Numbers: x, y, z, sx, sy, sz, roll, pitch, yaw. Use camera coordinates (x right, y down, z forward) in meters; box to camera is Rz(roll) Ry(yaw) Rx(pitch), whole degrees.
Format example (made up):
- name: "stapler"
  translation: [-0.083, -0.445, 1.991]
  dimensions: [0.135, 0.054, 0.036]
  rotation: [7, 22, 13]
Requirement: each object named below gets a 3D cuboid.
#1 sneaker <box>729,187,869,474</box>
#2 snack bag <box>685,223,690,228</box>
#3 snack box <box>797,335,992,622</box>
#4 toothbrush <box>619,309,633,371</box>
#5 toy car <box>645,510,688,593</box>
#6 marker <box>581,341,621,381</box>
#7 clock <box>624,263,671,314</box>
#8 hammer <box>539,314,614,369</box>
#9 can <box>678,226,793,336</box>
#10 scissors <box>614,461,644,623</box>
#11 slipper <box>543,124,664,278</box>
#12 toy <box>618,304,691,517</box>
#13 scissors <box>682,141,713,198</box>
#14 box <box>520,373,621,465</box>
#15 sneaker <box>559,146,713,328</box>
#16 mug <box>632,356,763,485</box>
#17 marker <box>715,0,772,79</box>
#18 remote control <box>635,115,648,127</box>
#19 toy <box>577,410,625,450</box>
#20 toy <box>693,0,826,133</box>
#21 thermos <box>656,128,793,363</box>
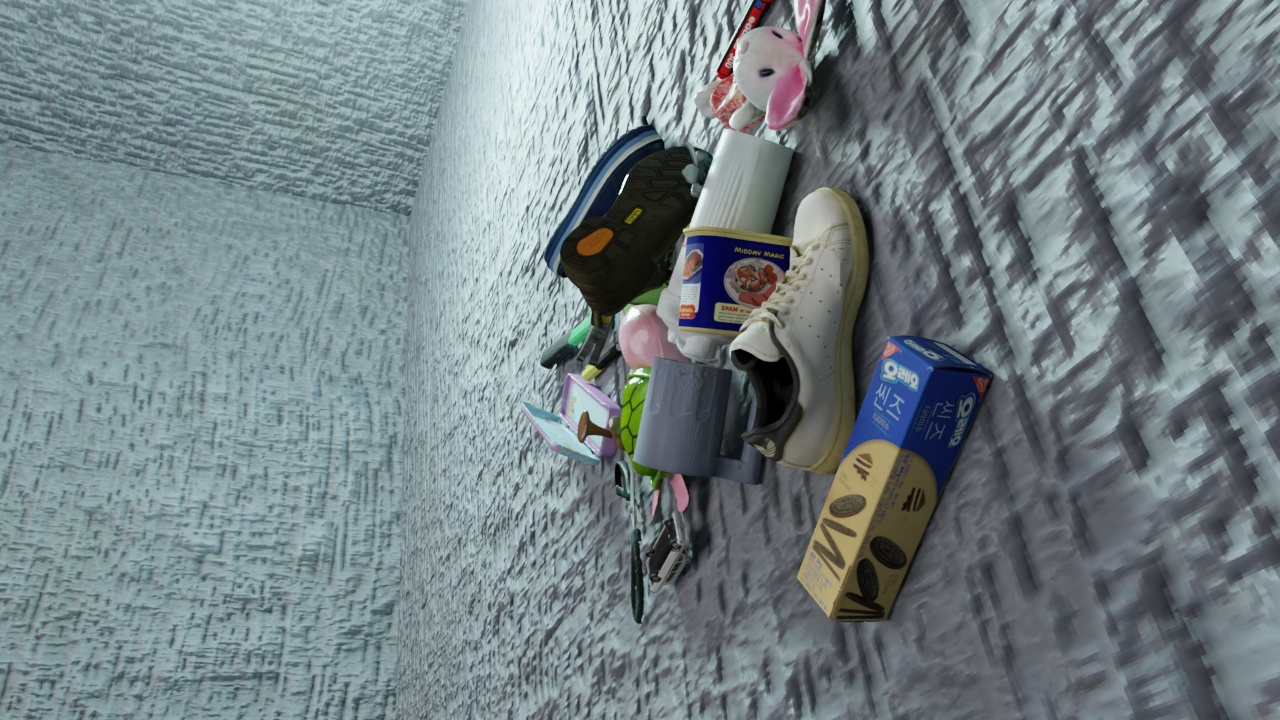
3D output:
- name: "sneaker"
  translation: [0.123, -0.030, 0.762]
  dimensions: [0.089, 0.102, 0.241]
  rotation: [160, 116, -66]
- name: "snack bag"
  translation: [0.055, -0.183, 1.092]
  dimensions: [0.026, 0.020, 0.099]
  rotation: [117, 151, -42]
- name: "snack box"
  translation: [0.176, 0.087, 0.655]
  dimensions: [0.056, 0.057, 0.207]
  rotation: [-128, 49, -59]
- name: "toothbrush"
  translation: [-0.007, 0.007, 1.190]
  dimensions: [0.015, 0.016, 0.186]
  rotation: [123, 145, -47]
- name: "toy car"
  translation: [0.034, 0.207, 0.989]
  dimensions: [0.113, 0.039, 0.039]
  rotation: [113, 154, -45]
- name: "marker"
  translation: [-0.053, 0.000, 1.303]
  dimensions: [0.124, 0.017, 0.021]
  rotation: [141, 132, -58]
- name: "clock"
  translation: [0.003, -0.105, 1.166]
  dimensions: [0.094, 0.042, 0.120]
  rotation: [-104, 31, -45]
- name: "hammer"
  translation: [-0.101, -0.034, 1.399]
  dimensions: [0.319, 0.032, 0.130]
  rotation: [150, 135, -66]
- name: "can"
  translation: [0.093, -0.068, 0.836]
  dimensions: [0.057, 0.116, 0.092]
  rotation: [-171, 86, -68]
- name: "scissors"
  translation: [-0.013, 0.201, 1.116]
  dimensions: [0.201, 0.015, 0.202]
  rotation: [-140, 50, -78]
- name: "slipper"
  translation: [-0.035, -0.202, 1.236]
  dimensions: [0.095, 0.104, 0.253]
  rotation: [46, 122, 10]
- name: "toy"
  translation: [0.022, 0.052, 1.011]
  dimensions: [0.190, 0.087, 0.238]
  rotation: [136, 132, -73]
- name: "scissors"
  translation: [0.072, -0.188, 0.958]
  dimensions: [0.156, 0.019, 0.124]
  rotation: [69, -147, -45]
- name: "box"
  translation: [-0.108, 0.079, 1.312]
  dimensions: [0.214, 0.092, 0.089]
  rotation: [-146, 65, -66]
- name: "sneaker"
  translation: [0.014, -0.125, 1.022]
  dimensions: [0.101, 0.237, 0.143]
  rotation: [26, 148, 29]
- name: "mug"
  translation: [0.061, 0.057, 0.885]
  dimensions: [0.083, 0.124, 0.104]
  rotation: [4, -84, -75]
- name: "marker"
  translation: [0.120, -0.365, 0.990]
  dimensions: [0.023, 0.021, 0.145]
  rotation: [53, 140, 19]
- name: "remote control"
  translation: [-0.020, -0.277, 1.308]
  dimensions: [0.041, 0.020, 0.152]
  rotation: [-106, 33, -42]
- name: "toy"
  translation: [-0.020, 0.088, 1.098]
  dimensions: [0.055, 0.101, 0.041]
  rotation: [-14, 64, 49]
- name: "toy"
  translation: [0.118, -0.273, 0.878]
  dimensions: [0.194, 0.084, 0.159]
  rotation: [-1, 74, 68]
- name: "thermos"
  translation: [0.085, -0.112, 0.912]
  dimensions: [0.099, 0.099, 0.220]
  rotation: [-137, 62, -64]
